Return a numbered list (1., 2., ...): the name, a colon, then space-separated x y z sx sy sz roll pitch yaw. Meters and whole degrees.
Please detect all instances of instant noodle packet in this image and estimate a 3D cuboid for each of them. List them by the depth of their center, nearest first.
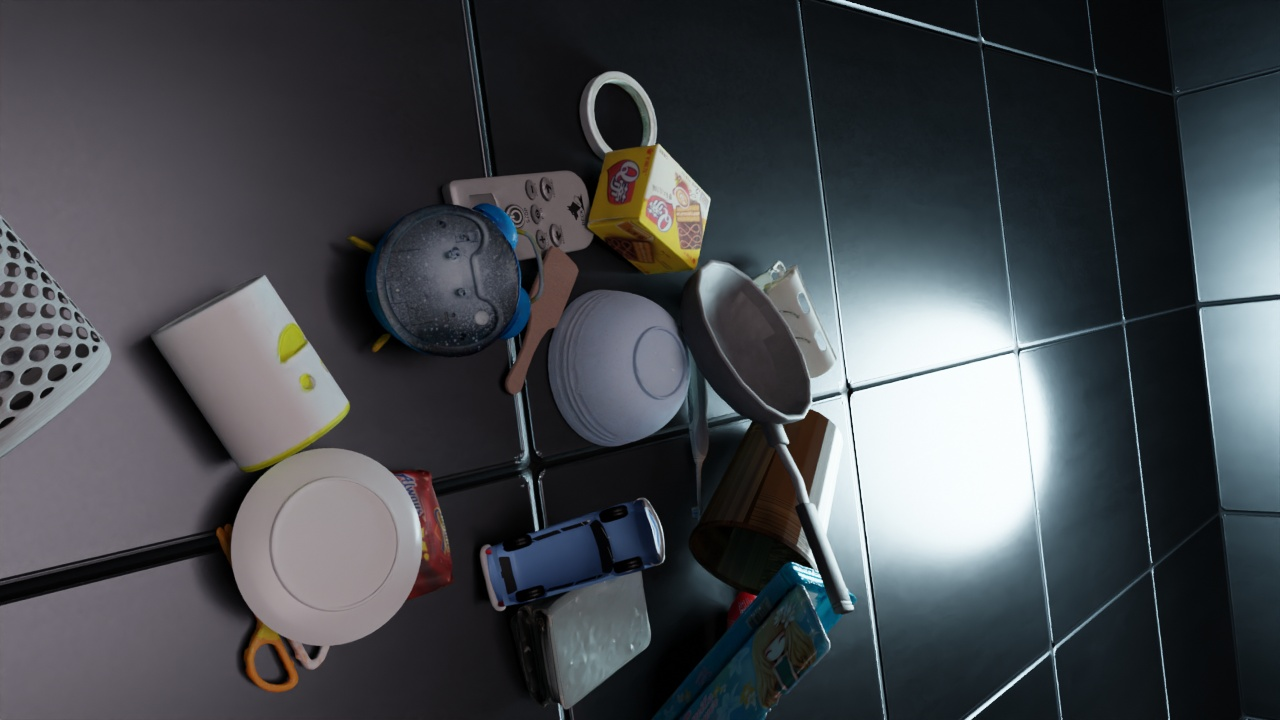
1. instant noodle packet: -0.204 0.133 0.673 0.135 0.040 0.098 -5 76 -43

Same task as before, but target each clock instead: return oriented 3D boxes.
1. clock: -0.142 -0.064 0.725 0.161 0.060 0.117 -13 98 -35

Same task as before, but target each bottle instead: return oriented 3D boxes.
1. bottle: 0.110 0.294 0.959 0.041 0.042 0.141 15 76 -42

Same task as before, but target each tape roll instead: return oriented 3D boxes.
1. tape roll: -0.021 -0.237 0.903 0.092 0.013 0.093 4 84 -43

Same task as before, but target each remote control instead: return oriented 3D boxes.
1. remote control: -0.102 -0.127 0.812 0.150 0.019 0.074 -17 98 -43

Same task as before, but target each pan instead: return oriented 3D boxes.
1. pan: 0.123 0.064 0.863 0.178 0.041 0.356 16 49 -49

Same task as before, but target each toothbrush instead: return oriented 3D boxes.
1. toothbrush: 0.059 0.072 0.948 0.024 0.022 0.185 -2 89 -8

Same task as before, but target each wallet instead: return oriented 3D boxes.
1. wallet: -0.047 0.234 0.810 0.131 0.054 0.100 -18 108 -45

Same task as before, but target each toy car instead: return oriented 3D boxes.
1. toy car: -0.054 0.160 0.759 0.055 0.153 0.056 48 25 -76

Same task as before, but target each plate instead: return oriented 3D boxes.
1. plate: -0.210 0.126 0.632 0.134 0.011 0.134 15 67 -37

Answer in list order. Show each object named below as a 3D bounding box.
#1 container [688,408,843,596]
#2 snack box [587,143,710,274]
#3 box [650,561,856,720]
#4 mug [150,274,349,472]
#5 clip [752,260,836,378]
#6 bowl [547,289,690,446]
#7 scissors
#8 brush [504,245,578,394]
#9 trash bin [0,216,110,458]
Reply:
1. container: 0.140 0.139 0.949 0.132 0.132 0.166 50 49 -29
2. snack box: 0.010 -0.143 0.879 0.105 0.061 0.083 34 63 -49
3. box: 0.090 0.290 0.836 0.227 0.084 0.171 -53 163 14
4. mug: -0.257 0.008 0.609 0.082 0.083 0.106 -42 113 -38
5. clip: 0.161 -0.031 1.015 0.151 0.105 0.126 -46 115 -47
6. bowl: -0.005 0.005 0.854 0.150 0.075 0.150 4 84 -44
7. scissors: -0.260 0.167 0.640 0.065 0.013 0.128 -31 105 -45
8. brush: -0.094 -0.034 0.813 0.050 0.015 0.135 42 64 -56
9. trash bin: -0.382 -0.030 0.446 0.156 0.157 0.183 -50 122 -34
